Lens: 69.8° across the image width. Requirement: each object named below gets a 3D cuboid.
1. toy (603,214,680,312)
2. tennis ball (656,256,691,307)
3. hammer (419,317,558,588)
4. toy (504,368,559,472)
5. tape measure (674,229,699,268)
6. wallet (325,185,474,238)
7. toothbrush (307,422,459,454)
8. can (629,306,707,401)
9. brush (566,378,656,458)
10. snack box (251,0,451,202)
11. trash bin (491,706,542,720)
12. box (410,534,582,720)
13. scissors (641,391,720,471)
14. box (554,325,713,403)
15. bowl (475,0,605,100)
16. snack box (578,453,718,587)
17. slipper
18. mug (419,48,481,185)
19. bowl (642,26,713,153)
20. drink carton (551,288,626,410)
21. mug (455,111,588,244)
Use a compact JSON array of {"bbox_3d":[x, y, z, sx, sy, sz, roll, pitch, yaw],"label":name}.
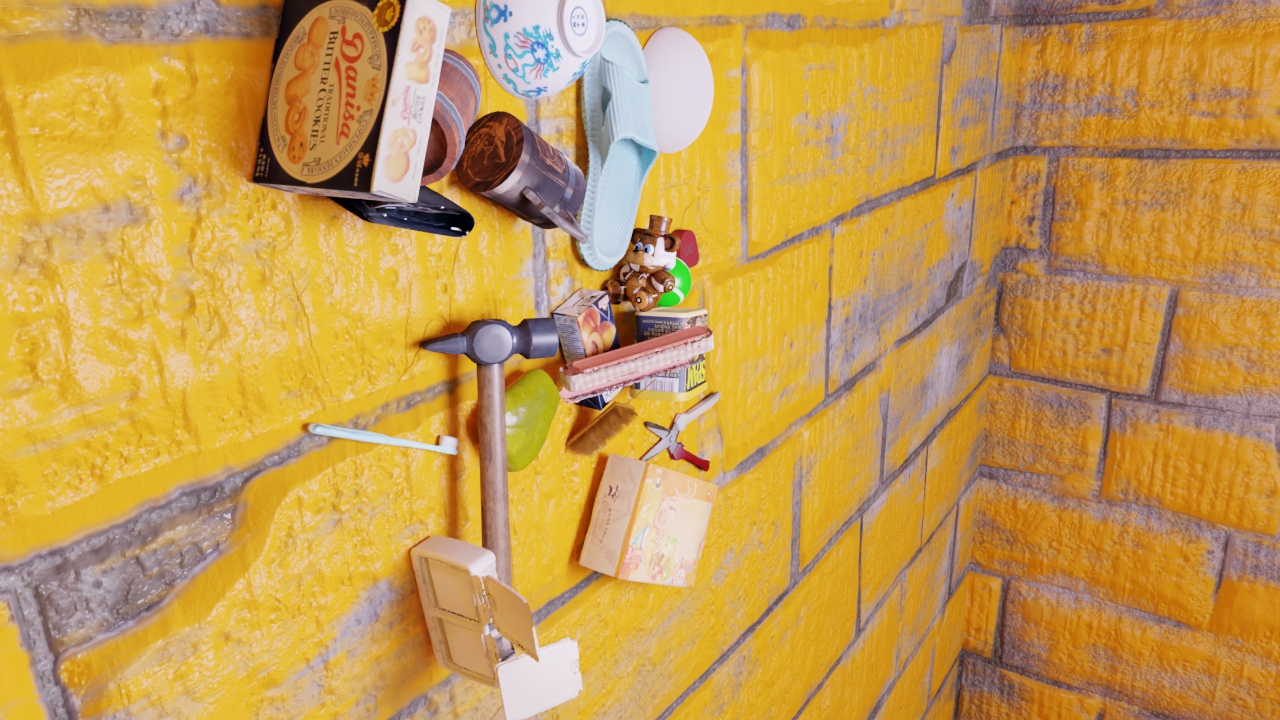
[{"bbox_3d":[0.009,-0.115,1.079,0.067,0.087,0.112,4,100,-47],"label":"toy"},{"bbox_3d":[0.031,-0.099,1.138,0.065,0.065,0.065,-22,117,-52],"label":"tennis ball"},{"bbox_3d":[-0.146,0.119,0.904,0.129,0.040,0.322,-5,102,-22],"label":"hammer"},{"bbox_3d":[-0.123,0.059,0.965,0.109,0.051,0.090,-52,131,-29],"label":"toy"},{"bbox_3d":[0.057,-0.147,1.207,0.058,0.019,0.051,-30,122,-57],"label":"tape measure"},{"bbox_3d":[-0.203,-0.135,0.756,0.114,0.089,0.026,-1,118,-58],"label":"wallet"},{"bbox_3d":[-0.231,0.071,0.842,0.180,0.016,0.016,18,88,-57],"label":"toothbrush"},{"bbox_3d":[0.038,-0.011,1.141,0.135,0.075,0.104,-20,113,-73],"label":"can"},{"bbox_3d":[-0.028,0.069,1.072,0.127,0.017,0.048,-41,151,18],"label":"brush"},{"bbox_3d":[-0.214,-0.192,0.670,0.042,0.145,0.144,10,91,-56],"label":"snack box"},{"bbox_3d":[-0.147,0.536,0.990,0.246,0.143,0.142,-48,136,-38],"label":"trash bin"},{"bbox_3d":[-0.150,0.254,0.865,0.080,0.181,0.143,-31,117,-48],"label":"box"},{"bbox_3d":[0.065,0.102,1.297,0.179,0.015,0.198,-59,142,-25],"label":"scissors"},{"bbox_3d":[-0.004,0.006,1.021,0.186,0.057,0.067,-17,135,-21],"label":"box"},{"bbox_3d":[-0.082,-0.328,0.891,0.143,0.074,0.144,-22,117,-52],"label":"bowl"},{"bbox_3d":[0.009,0.209,1.183,0.195,0.081,0.145,27,76,-56],"label":"snack box"},{"bbox_3d":[-0.019,-0.235,1.024,0.115,0.070,0.276,-9,107,-58],"label":"slipper"},{"bbox_3d":[-0.188,-0.217,0.749,0.117,0.082,0.110,43,32,-25],"label":"mug"},{"bbox_3d":[0.053,-0.330,1.122,0.149,0.043,0.150,-22,117,-52],"label":"bowl"},{"bbox_3d":[-0.057,-0.011,1.057,0.064,0.040,0.130,-44,134,-41],"label":"drink carton"},{"bbox_3d":[-0.104,-0.167,0.878,0.080,0.115,0.107,-41,151,15],"label":"mug"}]
